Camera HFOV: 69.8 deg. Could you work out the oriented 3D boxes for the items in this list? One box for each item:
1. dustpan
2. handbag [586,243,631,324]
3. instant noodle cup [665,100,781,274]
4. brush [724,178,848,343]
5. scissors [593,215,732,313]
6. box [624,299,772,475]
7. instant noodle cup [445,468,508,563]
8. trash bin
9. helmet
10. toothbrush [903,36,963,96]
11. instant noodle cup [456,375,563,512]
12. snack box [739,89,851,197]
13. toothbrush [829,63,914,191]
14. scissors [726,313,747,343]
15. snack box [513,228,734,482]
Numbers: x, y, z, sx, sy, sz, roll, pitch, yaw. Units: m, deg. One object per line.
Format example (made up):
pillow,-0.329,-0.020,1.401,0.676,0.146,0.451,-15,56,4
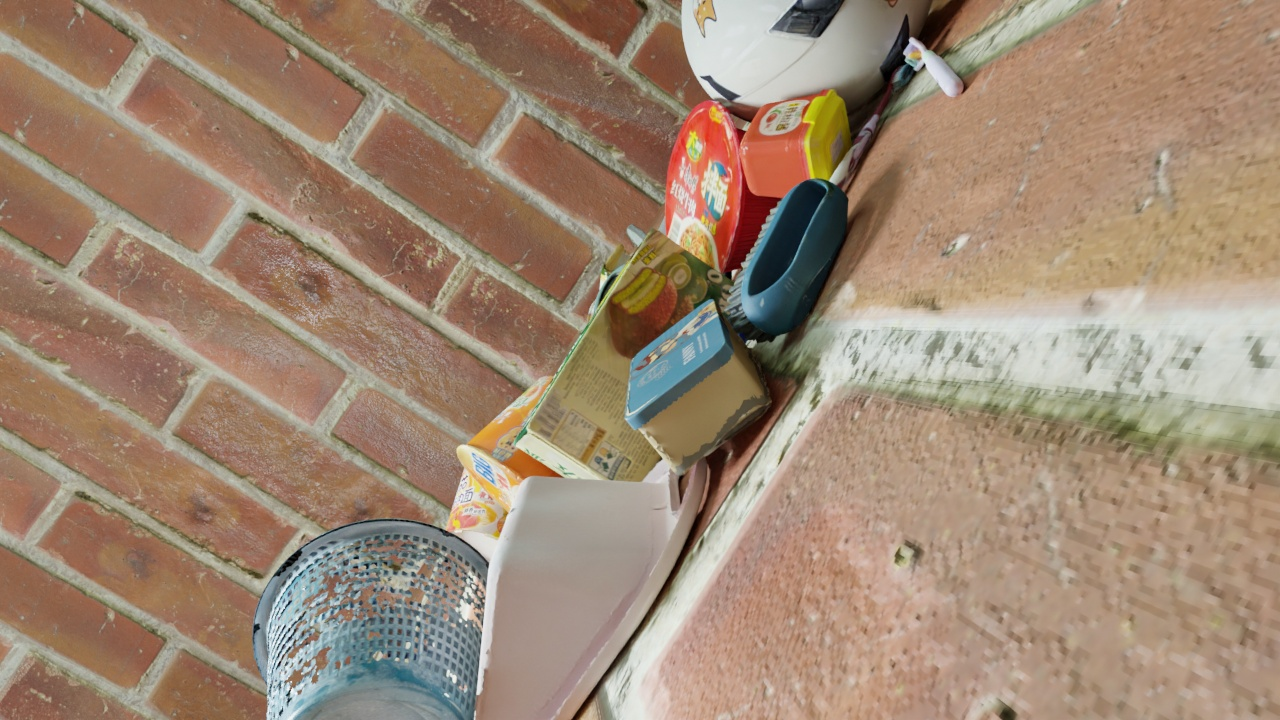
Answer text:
dustpan,-0.037,0.191,0.665,0.222,0.139,0.274,-90,7,-75
handbag,-0.030,-0.052,1.212,0.178,0.063,0.164,-57,-23,-59
instant noodle cup,0.086,-0.163,0.935,0.194,0.065,0.194,180,90,-70
brush,0.114,-0.079,0.659,0.143,0.055,0.074,-60,11,-30
scissors,0.012,-0.087,1.026,0.180,0.170,0.019,-47,-37,1
box,0.039,0.015,0.655,0.090,0.059,0.184,-38,9,8
instant noodle cup,-0.152,0.172,1.037,0.138,0.138,0.109,-47,20,52
trash bin,-0.212,0.273,0.752,0.227,0.226,0.195,-55,20,6
helmet,0.150,-0.308,0.874,0.274,0.229,0.157,8,87,61
toothbrush,0.227,-0.228,0.714,0.021,0.029,0.188,-14,23,14
instant noodle cup,-0.085,0.094,0.891,0.111,0.151,0.152,-50,5,-22
snack box,0.139,-0.189,0.822,0.080,0.082,0.091,4,47,29
toothbrush,0.192,-0.187,0.785,0.187,0.016,0.017,-58,17,-19
scissors,0.105,-0.049,0.765,0.156,0.012,0.166,-57,8,-16
snack box,-0.005,0.005,0.836,0.239,0.114,0.063,-60,7,-26
